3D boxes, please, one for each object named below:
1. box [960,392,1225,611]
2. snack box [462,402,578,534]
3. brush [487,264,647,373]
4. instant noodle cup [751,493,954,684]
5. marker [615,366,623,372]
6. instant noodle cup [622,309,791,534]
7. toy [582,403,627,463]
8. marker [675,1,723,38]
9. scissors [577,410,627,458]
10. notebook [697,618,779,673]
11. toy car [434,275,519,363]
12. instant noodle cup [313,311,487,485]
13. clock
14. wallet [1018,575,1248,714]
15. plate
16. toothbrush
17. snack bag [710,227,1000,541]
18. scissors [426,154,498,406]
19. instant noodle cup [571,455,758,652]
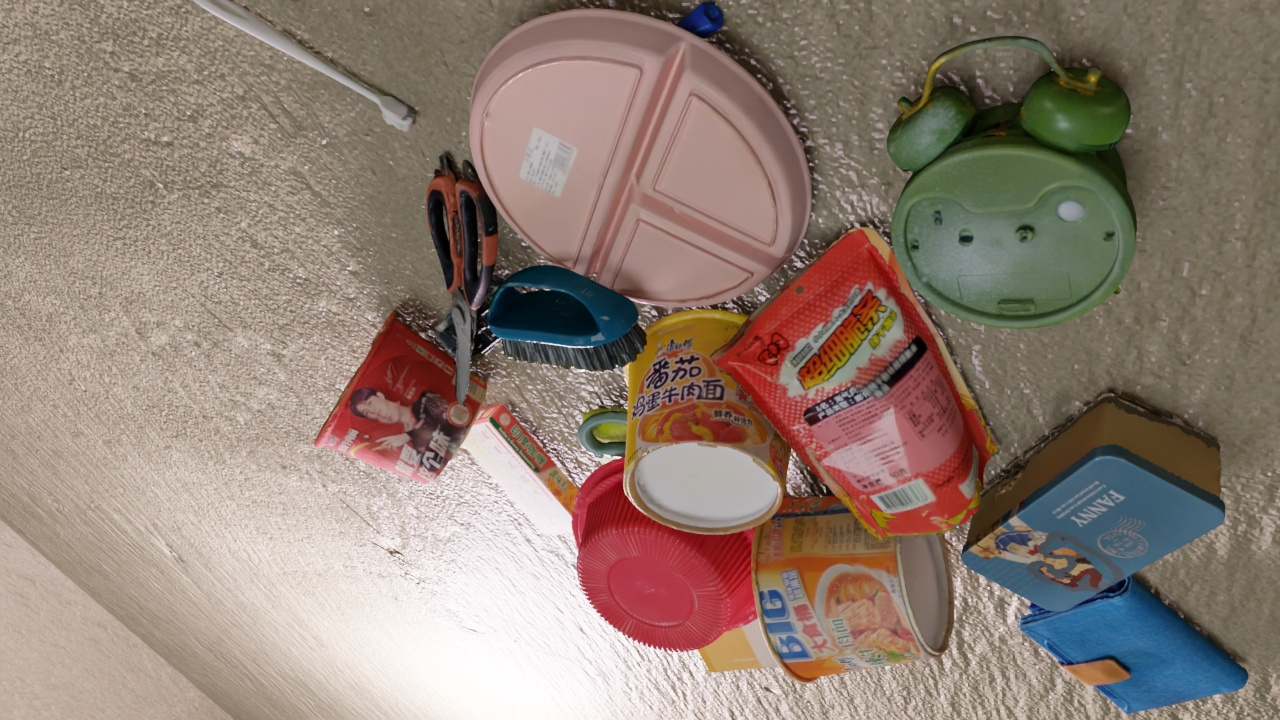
[{"bbox_3d":[0.296,0.095,0.606,0.090,0.063,0.185,26,144,4],"label":"box"},{"bbox_3d":[-0.115,0.110,0.905,0.077,0.026,0.156,-14,120,49],"label":"snack box"},{"bbox_3d":[-0.061,-0.034,0.664,0.144,0.055,0.073,7,132,44],"label":"brush"},{"bbox_3d":[0.170,0.171,0.714,0.112,0.151,0.151,-14,125,32],"label":"instant noodle cup"},{"bbox_3d":[-0.004,0.004,0.733,0.132,0.022,0.020,33,135,-5],"label":"marker"},{"bbox_3d":[0.049,0.049,0.651,0.138,0.109,0.138,5,137,5],"label":"instant noodle cup"},{"bbox_3d":[-0.011,0.078,0.812,0.100,0.031,0.097,27,139,-3],"label":"toy"},{"bbox_3d":[-0.009,-0.169,0.544,0.146,0.016,0.017,-20,121,45],"label":"marker"},{"bbox_3d":[0.015,0.117,0.786,0.174,0.019,0.170,24,125,9],"label":"scissors"},{"bbox_3d":[0.077,0.189,0.813,0.146,0.010,0.206,-18,105,34],"label":"notebook"},{"bbox_3d":[-0.131,-0.034,0.763,0.049,0.031,0.106,45,135,-13],"label":"toy car"},{"bbox_3d":[-0.210,0.041,0.824,0.108,0.137,0.138,31,143,-15],"label":"instant noodle cup"},{"bbox_3d":[0.190,-0.089,0.472,0.116,0.056,0.161,0,134,32],"label":"clock"},{"bbox_3d":[0.381,0.225,0.719,0.133,0.040,0.107,38,137,-10],"label":"wallet"},{"bbox_3d":[-0.007,-0.111,0.579,0.229,0.028,0.230,17,147,11],"label":"plate"},{"bbox_3d":[-0.238,-0.213,0.645,0.180,0.016,0.016,31,148,-2],"label":"toothbrush"},{"bbox_3d":[0.150,0.026,0.601,0.129,0.073,0.208,-38,115,6],"label":"snack bag"},{"bbox_3d":[-0.146,-0.055,0.718,0.210,0.015,0.182,-32,84,54],"label":"scissors"},{"bbox_3d":[0.018,0.173,0.767,0.194,0.065,0.194,12,122,19],"label":"instant noodle cup"}]
